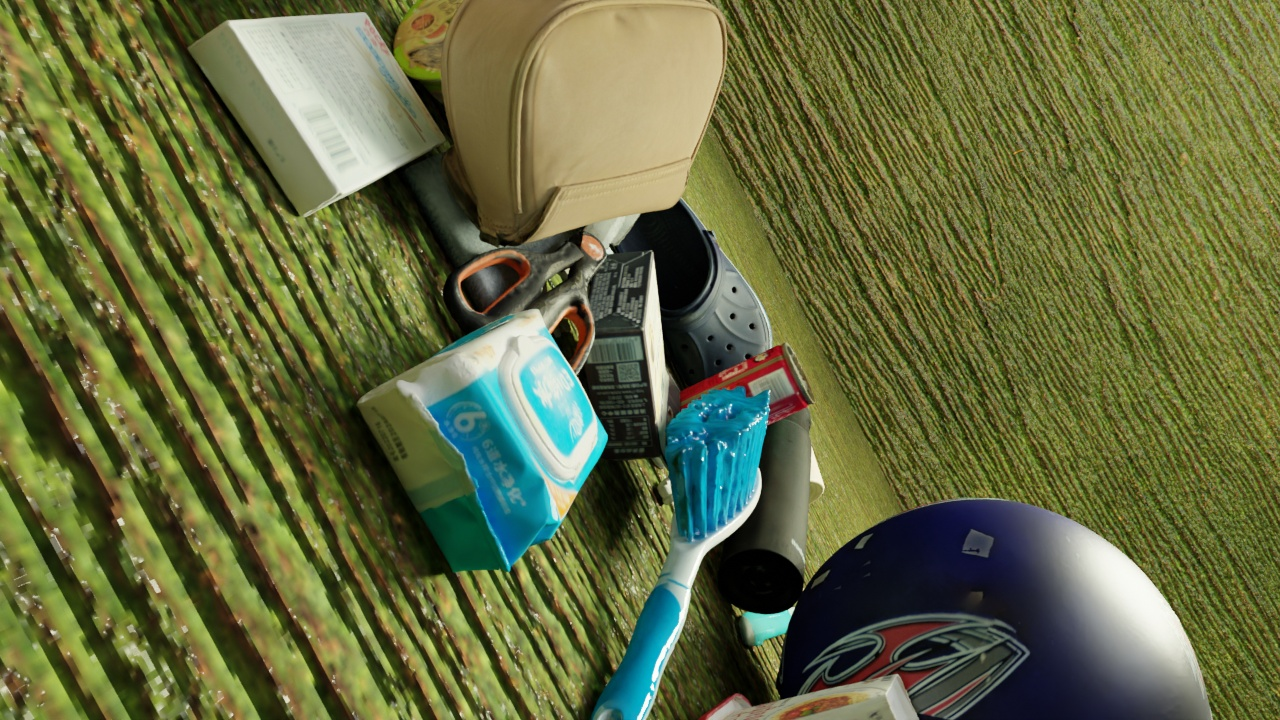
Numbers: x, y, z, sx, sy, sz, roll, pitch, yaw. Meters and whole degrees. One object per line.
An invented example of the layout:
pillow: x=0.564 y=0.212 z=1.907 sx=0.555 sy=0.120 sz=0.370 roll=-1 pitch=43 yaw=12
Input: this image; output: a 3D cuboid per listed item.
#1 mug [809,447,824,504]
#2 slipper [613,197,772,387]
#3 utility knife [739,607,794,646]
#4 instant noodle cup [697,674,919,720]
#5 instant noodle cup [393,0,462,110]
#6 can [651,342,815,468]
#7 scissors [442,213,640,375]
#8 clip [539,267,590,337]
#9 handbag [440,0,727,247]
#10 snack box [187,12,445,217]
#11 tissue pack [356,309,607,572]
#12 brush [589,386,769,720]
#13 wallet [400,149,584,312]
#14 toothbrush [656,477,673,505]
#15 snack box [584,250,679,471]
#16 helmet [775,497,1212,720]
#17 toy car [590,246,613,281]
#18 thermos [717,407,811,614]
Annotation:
mug: x=0.130 y=0.097 z=0.967 sx=0.114 sy=0.082 sz=0.105 roll=14 pitch=48 yaw=-36
slipper: x=0.050 y=-0.069 z=0.896 sx=0.253 sy=0.105 sz=0.095 roll=61 pitch=9 yaw=-4
utility knife: x=0.122 y=0.234 z=0.819 sx=0.219 sy=0.013 sz=0.029 roll=25 pitch=40 yaw=-64
instant noodle cup: x=0.103 y=0.242 z=0.527 sx=0.116 sy=0.124 sz=0.116 roll=68 pitch=15 yaw=16
instant noodle cup: x=-0.093 y=-0.193 z=0.644 sx=0.123 sy=0.112 sz=0.111 roll=58 pitch=14 yaw=-54
can: x=0.066 y=0.037 z=0.721 sx=0.053 sy=0.133 sz=0.053 roll=56 pitch=17 yaw=-27
scissors: x=-0.049 y=-0.074 z=0.575 sx=0.139 sy=0.022 sz=0.234 roll=29 pitch=43 yaw=-23
clip: x=-0.064 y=-0.067 z=0.633 sx=0.100 sy=0.074 sz=0.034 roll=64 pitch=15 yaw=-3
handbag: x=-0.034 y=-0.155 z=0.554 sx=0.203 sy=0.100 sz=0.148 roll=-24 pitch=131 yaw=-49
snack box: x=-0.154 y=-0.131 z=0.466 sx=0.085 sy=0.027 sz=0.156 roll=59 pitch=16 yaw=-16
tissue pack: x=-0.064 y=0.031 z=0.427 sx=0.090 sy=0.063 sz=0.139 roll=62 pitch=15 yaw=-7
brush: x=0.029 y=0.101 z=0.551 sx=0.313 sy=0.061 sz=0.109 roll=-33 pitch=123 yaw=-68
wallet: x=-0.083 y=-0.093 z=0.576 sx=0.120 sy=0.019 sz=0.097 roll=-41 pitch=107 yaw=-47
toothbrush: x=0.038 y=0.087 z=0.776 sx=0.016 sy=0.016 sz=0.179 roll=59 pitch=16 yaw=-1
snack box: x=-0.004 y=0.004 z=0.641 sx=0.113 sy=0.053 sz=0.126 roll=-83 pitch=169 yaw=-57
helmet: x=0.217 y=0.236 z=0.660 sx=0.240 sy=0.316 sz=0.246 roll=43 pitch=31 yaw=-5
toy car: x=-0.020 y=-0.063 z=0.797 sx=0.105 sy=0.031 sz=0.048 roll=59 pitch=15 yaw=-15
thermos: x=0.110 y=0.107 z=0.816 sx=0.090 sy=0.069 sz=0.241 roll=55 pitch=25 yaw=-20
